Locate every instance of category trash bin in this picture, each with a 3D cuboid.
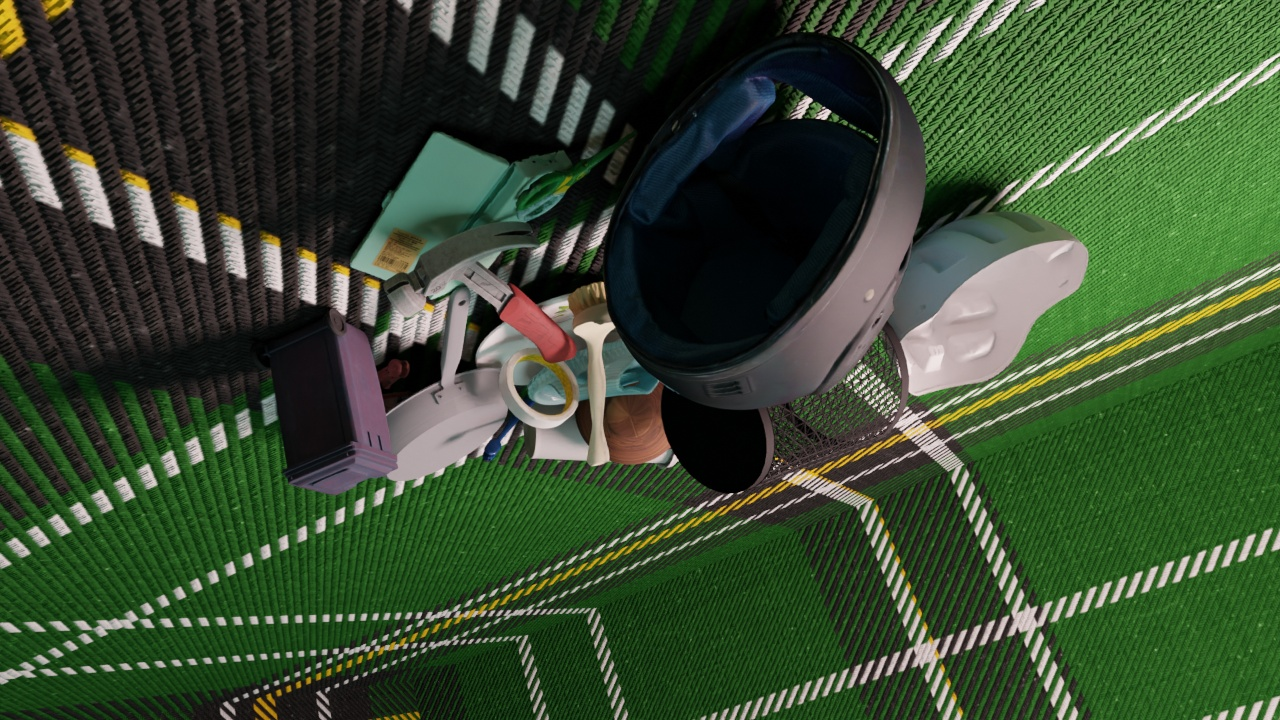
[{"bbox_3d":[-0.309,0.046,0.911,0.094,0.160,0.092,-23,158,11],"label":"trash bin"},{"bbox_3d":[0.167,0.043,1.122,0.242,0.217,0.218,-21,165,-40],"label":"trash bin"}]

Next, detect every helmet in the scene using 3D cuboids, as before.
[{"bbox_3d":[0.118,-0.108,0.797,0.317,0.249,0.235,-56,156,19],"label":"helmet"},{"bbox_3d":[0.417,-0.081,1.147,0.224,0.183,0.283,-18,166,-16],"label":"helmet"}]

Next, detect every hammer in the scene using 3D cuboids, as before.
[{"bbox_3d":[-0.119,-0.050,0.900,0.126,0.036,0.315,-31,161,5],"label":"hammer"}]

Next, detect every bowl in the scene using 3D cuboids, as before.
[{"bbox_3d":[-0.014,0.067,1.194,0.147,0.147,0.069,-19,-177,1],"label":"bowl"}]

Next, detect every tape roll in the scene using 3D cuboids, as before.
[{"bbox_3d":[-0.113,0.030,1.032,0.093,0.094,0.019,0,152,-39],"label":"tape roll"}]

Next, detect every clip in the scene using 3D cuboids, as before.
[{"bbox_3d":[-0.292,0.016,1.048,0.044,0.023,0.060,-6,161,-32],"label":"clip"}]

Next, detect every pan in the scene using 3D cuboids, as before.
[{"bbox_3d":[-0.212,0.038,1.009,0.200,0.051,0.358,-24,161,-30],"label":"pan"}]

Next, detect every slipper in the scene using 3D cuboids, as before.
[{"bbox_3d":[-0.006,0.006,1.099,0.277,0.069,0.116,-26,160,17],"label":"slipper"}]

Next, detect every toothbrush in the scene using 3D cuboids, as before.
[{"bbox_3d":[-0.149,0.066,1.124,0.017,0.016,0.189,-61,179,33],"label":"toothbrush"}]

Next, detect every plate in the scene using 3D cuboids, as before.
[{"bbox_3d":[-0.082,-0.036,1.070,0.229,0.030,0.230,-16,158,-7],"label":"plate"}]

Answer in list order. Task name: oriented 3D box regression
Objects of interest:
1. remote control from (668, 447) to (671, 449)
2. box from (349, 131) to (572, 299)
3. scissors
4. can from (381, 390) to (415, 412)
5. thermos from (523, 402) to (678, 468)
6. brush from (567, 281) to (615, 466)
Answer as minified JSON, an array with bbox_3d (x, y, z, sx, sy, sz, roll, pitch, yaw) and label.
[{"bbox_3d":[0.019,0.057,1.243,0.058,0.133,0.013,-11,-177,-13],"label":"remote control"},{"bbox_3d":[-0.157,-0.120,0.797,0.137,0.057,0.188,-7,155,-42],"label":"box"},{"bbox_3d":[-0.053,-0.157,0.780,0.130,0.014,0.071,-35,175,-17],"label":"scissors"},{"bbox_3d":[-0.315,0.078,1.122,0.099,0.059,0.054,-8,156,-24],"label":"can"},{"bbox_3d":[-0.048,0.091,1.295,0.221,0.131,0.132,-1,154,-19],"label":"thermos"},{"bbox_3d":[-0.047,0.023,1.015,0.062,0.077,0.273,-4,134,-7],"label":"brush"}]
